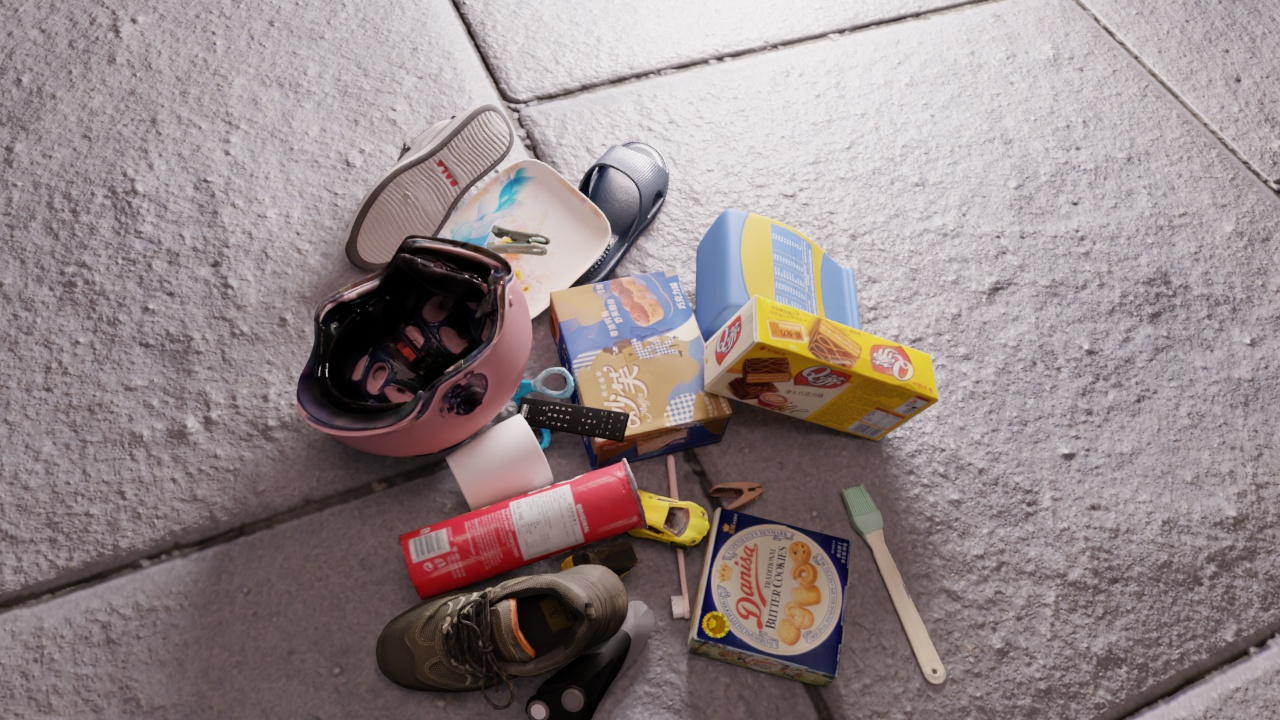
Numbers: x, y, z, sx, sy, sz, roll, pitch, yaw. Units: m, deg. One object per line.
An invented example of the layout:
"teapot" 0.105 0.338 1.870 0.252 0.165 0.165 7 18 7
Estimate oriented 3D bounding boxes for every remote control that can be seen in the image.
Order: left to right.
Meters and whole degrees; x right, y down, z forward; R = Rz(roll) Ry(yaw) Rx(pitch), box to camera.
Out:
"remote control" -0.074 0.061 0.962 0.140 0.009 0.030 7 75 33

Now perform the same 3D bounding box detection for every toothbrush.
"toothbrush" 0.036 0.181 0.961 0.018 0.016 0.181 -3 58 -1

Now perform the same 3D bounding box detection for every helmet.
"helmet" -0.226 0.001 0.959 0.230 0.153 0.254 18 60 31

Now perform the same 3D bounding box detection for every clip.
"clip" -0.144 -0.148 1.096 0.078 0.023 0.049 -3 70 13
"clip" 0.101 0.142 0.989 0.060 0.024 0.039 -25 65 -31

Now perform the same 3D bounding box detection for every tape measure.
"tape measure" -0.043 0.207 0.907 0.065 0.064 0.037 2 59 -45

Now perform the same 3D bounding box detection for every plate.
"plate" -0.145 -0.143 1.117 0.187 0.016 0.187 -44 68 -6

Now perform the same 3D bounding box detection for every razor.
"razor" -0.039 0.287 0.865 0.057 0.060 0.155 43 42 7

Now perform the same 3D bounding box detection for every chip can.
"chip can" -0.114 0.167 0.901 0.233 0.073 0.073 -18 61 -6

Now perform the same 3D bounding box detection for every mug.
"mug" -0.140 0.125 0.950 0.087 0.081 0.114 -26 95 -14

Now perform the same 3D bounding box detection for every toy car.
"toy car" 0.020 0.163 0.949 0.107 0.030 0.049 9 61 18

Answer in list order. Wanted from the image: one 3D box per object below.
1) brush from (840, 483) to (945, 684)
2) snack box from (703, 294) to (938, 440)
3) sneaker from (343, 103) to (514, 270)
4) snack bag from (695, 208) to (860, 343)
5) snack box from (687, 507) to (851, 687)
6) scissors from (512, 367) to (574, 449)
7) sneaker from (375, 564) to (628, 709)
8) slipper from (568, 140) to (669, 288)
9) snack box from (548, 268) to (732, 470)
"brush" 0.264 0.229 0.958 0.033 0.012 0.217 -12 61 -14
"snack box" 0.193 0.013 0.987 0.230 0.110 0.061 17 54 -20
"sneaker" -0.282 -0.223 1.147 0.262 0.097 0.129 -50 37 -15
"snack bag" 0.174 -0.075 1.099 0.205 0.103 0.158 14 55 -17
"snack box" 0.131 0.235 0.920 0.145 0.043 0.144 14 56 2
"scissors" -0.136 0.045 1.016 0.141 0.013 0.114 11 94 27
"sneaker" -0.132 0.248 0.799 0.238 0.143 0.101 -18 82 6
"slipper" -0.034 -0.201 1.160 0.101 0.083 0.262 23 59 7
"snack box" -0.006 0.006 1.036 0.155 0.069 0.202 -12 59 -12
